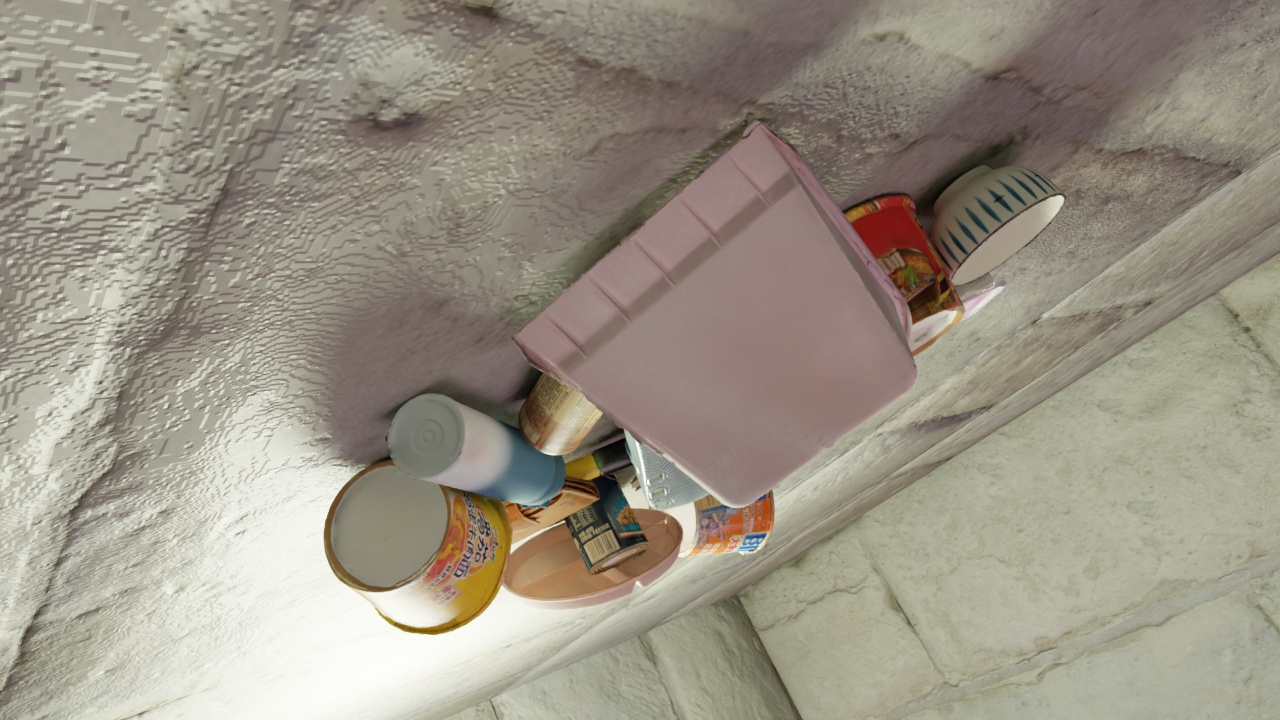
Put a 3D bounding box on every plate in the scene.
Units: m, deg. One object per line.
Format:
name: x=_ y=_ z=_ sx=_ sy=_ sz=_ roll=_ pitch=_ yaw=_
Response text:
plate: x=-0.058 y=0.241 z=1.118 sx=0.229 sy=0.028 sz=0.229 roll=-13 pitch=-166 yaw=3

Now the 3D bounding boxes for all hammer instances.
hammer: x=-0.045 y=0.109 z=0.967 sx=0.300 sy=0.033 sz=0.129 roll=-21 pitch=160 yaw=-10

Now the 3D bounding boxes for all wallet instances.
wallet: x=-0.116 y=0.151 z=0.905 sx=0.131 sy=0.035 sz=0.119 roll=-28 pitch=165 yaw=9

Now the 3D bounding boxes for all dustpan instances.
dustpan: x=0.076 y=-0.015 z=0.672 sx=0.223 sy=0.273 sz=0.138 roll=-36 pitch=-164 yaw=17

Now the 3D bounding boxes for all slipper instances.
slipper: x=0.031 y=0.071 z=0.891 sx=0.104 sy=0.074 sz=0.246 roll=-28 pitch=146 yaw=-4

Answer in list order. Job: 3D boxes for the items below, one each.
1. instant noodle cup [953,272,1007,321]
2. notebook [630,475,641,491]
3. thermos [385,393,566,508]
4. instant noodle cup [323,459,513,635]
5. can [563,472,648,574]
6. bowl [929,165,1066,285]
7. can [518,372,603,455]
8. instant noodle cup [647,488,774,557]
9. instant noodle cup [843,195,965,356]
instant noodle cup: x=0.257 y=-0.048 z=0.907 sx=0.173 sy=0.060 sz=0.138 roll=-27 pitch=168 yaw=0
notebook: x=0.087 y=0.087 z=1.073 sx=0.211 sy=0.012 sz=0.149 roll=-29 pitch=179 yaw=4
thermos: x=-0.124 y=0.079 z=0.759 sx=0.070 sy=0.070 sz=0.220 roll=-31 pitch=160 yaw=7
instant noodle cup: x=-0.190 y=0.150 z=0.766 sx=0.138 sy=0.138 sz=0.110 roll=-27 pitch=152 yaw=-2
can: x=-0.047 y=0.176 z=1.032 sx=0.075 sy=0.111 sz=0.075 roll=-25 pitch=160 yaw=-10
bowl: x=0.299 y=-0.126 z=0.798 sx=0.116 sy=0.066 sz=0.117 roll=-29 pitch=159 yaw=-12
can: x=-0.054 y=0.026 z=0.729 sx=0.058 sy=0.058 sz=0.117 roll=-14 pitch=157 yaw=-34
instant noodle cup: x=0.085 y=0.187 z=1.196 sx=0.111 sy=0.151 sz=0.152 roll=-5 pitch=151 yaw=-31
instant noodle cup: x=0.202 y=-0.057 z=0.786 sx=0.137 sy=0.108 sz=0.138 roll=-25 pitch=161 yaw=-10
